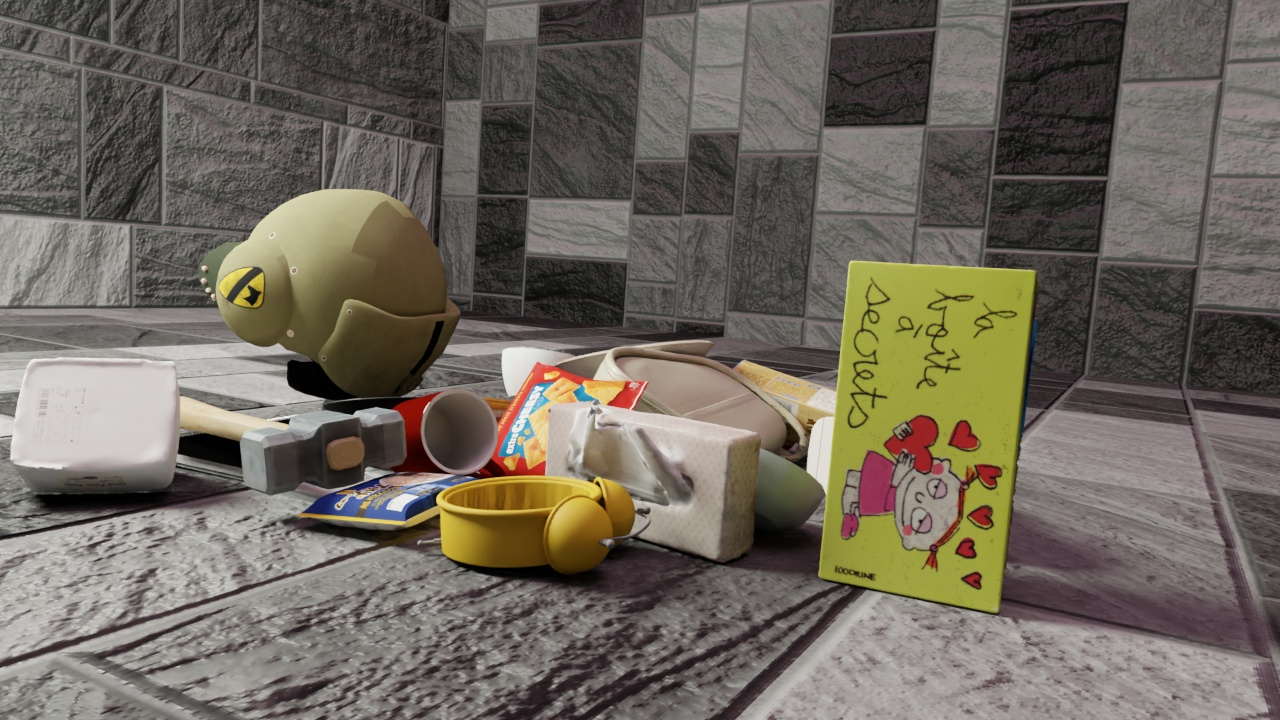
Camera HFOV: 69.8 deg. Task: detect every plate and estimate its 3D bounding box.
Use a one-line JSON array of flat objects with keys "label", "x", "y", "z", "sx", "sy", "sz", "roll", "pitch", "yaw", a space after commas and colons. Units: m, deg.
[{"label": "plate", "x": -0.007, "y": 0.006, "z": 1.065, "sx": 0.189, "sy": 0.027, "sz": 0.189, "roll": -8, "pitch": -5, "yaw": -1}]

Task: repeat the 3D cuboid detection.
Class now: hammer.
[{"label": "hammer", "x": -0.340, "y": 0.060, "z": 0.796, "sx": 0.324, "sy": 0.051, "sz": 0.117, "roll": 5, "pitch": 10, "yaw": 42}]

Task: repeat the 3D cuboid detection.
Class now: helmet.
[{"label": "helmet", "x": -0.323, "y": -0.058, "z": 1.004, "sx": 0.233, "sy": 0.256, "sz": 0.249, "roll": 2, "pitch": 6, "yaw": 18}]

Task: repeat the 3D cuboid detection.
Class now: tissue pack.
[{"label": "tissue pack", "x": -0.003, "y": 0.083, "z": 0.697, "sx": 0.182, "sy": 0.104, "sz": 0.071, "roll": 10, "pitch": 11, "yaw": 40}]

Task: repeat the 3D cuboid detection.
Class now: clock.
[{"label": "clock", "x": -0.069, "y": 0.111, "z": 0.636, "sx": 0.152, "sy": 0.052, "sz": 0.113, "roll": 1, "pitch": 5, "yaw": 15}]

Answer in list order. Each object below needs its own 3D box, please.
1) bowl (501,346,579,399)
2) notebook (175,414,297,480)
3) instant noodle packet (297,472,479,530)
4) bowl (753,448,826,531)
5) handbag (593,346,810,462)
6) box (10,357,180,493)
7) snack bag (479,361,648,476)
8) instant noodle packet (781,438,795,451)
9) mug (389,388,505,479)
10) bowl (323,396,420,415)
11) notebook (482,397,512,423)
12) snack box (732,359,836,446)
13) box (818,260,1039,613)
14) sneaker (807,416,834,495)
[{"label": "bowl", "x": -0.138, "y": 0.024, "z": 1.273, "sx": 0.116, "sy": 0.065, "sz": 0.116, "roll": 6, "pitch": -11, "yaw": 1}, {"label": "notebook", "x": -0.354, "y": 0.082, "z": 0.898, "sx": 0.149, "sy": 0.016, "sz": 0.206, "roll": 7, "pitch": 7, "yaw": 22}, {"label": "instant noodle packet", "x": -0.184, "y": 0.107, "z": 0.706, "sx": 0.087, "sy": 0.026, "sz": 0.134, "roll": 1, "pitch": 5, "yaw": 19}, {"label": "bowl", "x": 0.088, "y": 0.104, "z": 0.720, "sx": 0.106, "sy": 0.039, "sz": 0.106, "roll": 22, "pitch": -21, "yaw": 9}, {"label": "handbag", "x": 0.050, "y": 0.081, "z": 0.956, "sx": 0.184, "sy": 0.132, "sz": 0.228, "roll": 35, "pitch": 23, "yaw": 24}, {"label": "box", "x": -0.432, "y": 0.066, "z": 0.746, "sx": 0.110, "sy": 0.102, "sz": 0.130, "roll": 2, "pitch": -31, "yaw": -23}, {"label": "snack bag", "x": -0.076, "y": 0.063, "z": 0.849, "sx": 0.144, "sy": 0.130, "sz": 0.039, "roll": 9, "pitch": -31, "yaw": 39}, {"label": "instant noodle packet", "x": 0.118, "y": 0.083, "z": 1.103, "sx": 0.135, "sy": 0.040, "sz": 0.098, "roll": 5, "pitch": 13, "yaw": 1}, {"label": "mug", "x": -0.165, "y": 0.076, "z": 0.803, "sx": 0.105, "sy": 0.073, "sz": 0.083, "roll": 45, "pitch": -34, "yaw": -24}, {"label": "bowl", "x": -0.239, "y": 0.068, "z": 0.880, "sx": 0.124, "sy": 0.052, "sz": 0.124, "roll": -3, "pitch": -8, "yaw": -1}, {"label": "notebook", "x": -0.170, "y": 0.069, "z": 1.162, "sx": 0.249, "sy": 0.014, "sz": 0.178, "roll": 6, "pitch": 6, "yaw": 16}, {"label": "snack box", "x": 0.192, "y": 0.062, "z": 1.034, "sx": 0.207, "sy": 0.057, "sz": 0.056, "roll": 20, "pitch": 33, "yaw": 29}, {"label": "box", "x": 0.197, "y": 0.044, "z": 0.625, "sx": 0.124, "sy": 0.221, "sz": 0.082, "roll": 9, "pitch": 8, "yaw": 24}, {"label": "sneaker", "x": 0.253, "y": 0.103, "z": 0.811, "sx": 0.104, "sy": 0.090, "sz": 0.237, "roll": 7, "pitch": 0, "yaw": -23}]
